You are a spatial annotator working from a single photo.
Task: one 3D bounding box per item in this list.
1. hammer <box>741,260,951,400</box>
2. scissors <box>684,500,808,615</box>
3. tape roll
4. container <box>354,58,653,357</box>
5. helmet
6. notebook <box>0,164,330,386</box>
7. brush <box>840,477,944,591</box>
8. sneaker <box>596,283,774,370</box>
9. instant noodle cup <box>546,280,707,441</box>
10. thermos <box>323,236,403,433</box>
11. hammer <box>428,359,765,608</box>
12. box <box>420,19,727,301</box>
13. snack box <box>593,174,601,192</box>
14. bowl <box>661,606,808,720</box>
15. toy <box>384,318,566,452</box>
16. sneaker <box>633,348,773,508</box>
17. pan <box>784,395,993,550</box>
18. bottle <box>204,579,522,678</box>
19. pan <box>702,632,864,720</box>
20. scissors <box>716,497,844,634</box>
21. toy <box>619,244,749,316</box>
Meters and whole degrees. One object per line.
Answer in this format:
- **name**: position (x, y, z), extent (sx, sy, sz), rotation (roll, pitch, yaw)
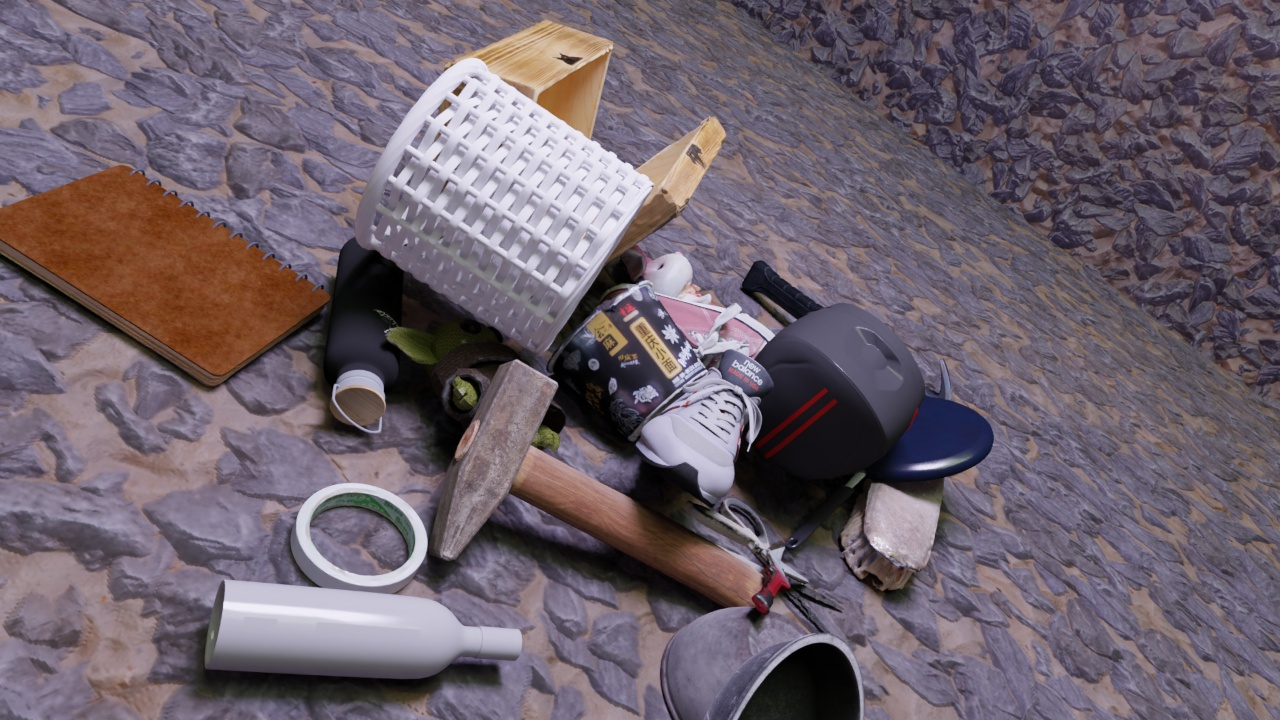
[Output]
- **hammer**: position (0.273, -0.029, 1.237), extent (0.333, 0.118, 0.025), rotation (41, 30, 24)
- **scissors**: position (0.099, 0.169, 0.787), extent (0.179, 0.015, 0.194), rotation (44, 12, -14)
- **tape roll**: position (-0.203, 0.129, 0.664), extent (0.093, 0.018, 0.093), rotation (22, 33, -15)
- **container**: position (-0.115, -0.129, 0.799), extent (0.187, 0.190, 0.188), rotation (33, 31, -4)
- **helmet**: position (0.189, 0.040, 0.951), extent (0.164, 0.170, 0.265), rotation (50, -6, 8)
- **notebook**: position (-0.397, -0.079, 0.775), extent (0.225, 0.024, 0.167), rotation (33, 32, 0)
- **brush**: position (0.287, 0.156, 1.023), extent (0.083, 0.057, 0.270), rotation (35, 32, 5)
- **sneaker**: position (0.066, -0.019, 1.032), extent (0.241, 0.118, 0.087), rotation (20, 13, -11)
- **instant noodle cup**: position (-0.005, 0.005, 0.912), extent (0.112, 0.138, 0.137), rotation (48, 34, 9)
- **thermos**: position (-0.241, -0.023, 0.800), extent (0.061, 0.061, 0.231), rotation (17, 35, -24)
- **hammer**: position (-0.017, 0.141, 0.751), extent (0.300, 0.037, 0.157), rotation (31, 70, -21)
- **box**: position (-0.066, -0.189, 1.022), extent (0.263, 0.270, 0.278), rotation (20, 31, 2)
- **snack box**: position (-0.081, -0.225, 1.244), extent (0.181, 0.045, 0.121), rotation (39, 29, 4)
- **bowl**: position (0.095, 0.247, 0.715), extent (0.145, 0.067, 0.144), rotation (23, 32, -16)
- **toy**: position (-0.130, 0.025, 0.804), extent (0.152, 0.078, 0.179), rotation (50, 13, 24)
- **sneaker**: position (0.064, 0.049, 0.827), extent (0.089, 0.124, 0.239), rotation (36, 1, 1)
- **pan**: position (0.253, 0.113, 1.008), extent (0.199, 0.021, 0.355), rotation (9, 28, 39)
- **bottle**: position (-0.170, 0.177, 0.592), extent (0.195, 0.053, 0.052), rotation (14, 36, -28)
- **pan**: position (0.146, 0.295, 0.661), extent (0.055, 0.187, 0.356), rotation (10, -11, 43)
- **scissors**: position (0.117, 0.192, 0.865), extent (0.157, 0.013, 0.168), rotation (10, 38, -31)
- **toy**: position (0.044, -0.082, 1.119), extent (0.194, 0.084, 0.159), rotation (38, 2, 9)
